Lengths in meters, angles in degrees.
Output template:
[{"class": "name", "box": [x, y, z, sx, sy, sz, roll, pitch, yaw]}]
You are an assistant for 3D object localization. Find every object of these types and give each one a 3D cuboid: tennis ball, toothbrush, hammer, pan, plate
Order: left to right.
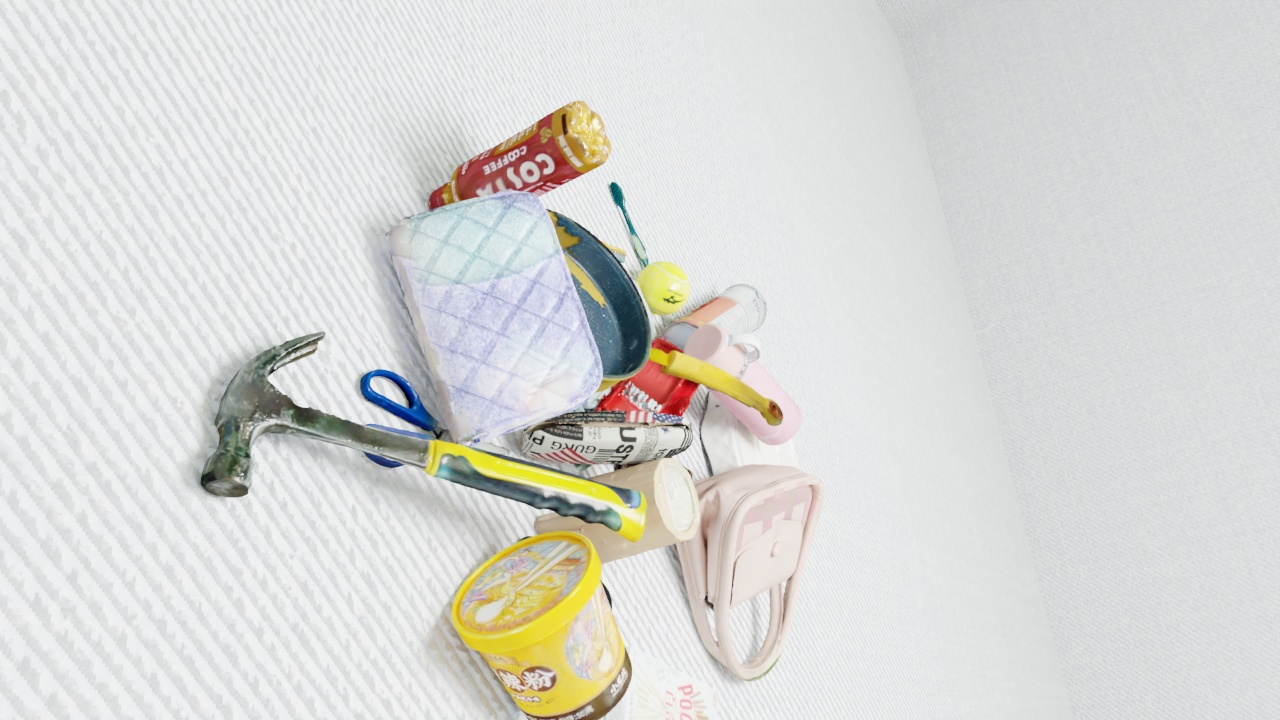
[{"class": "hammer", "box": [-0.134, 0.071, 0.665, 0.323, 0.032, 0.126, 20, 52, -28]}, {"class": "toothbrush", "box": [-0.071, -0.137, 1.016, 0.191, 0.016, 0.018, 17, 67, -55]}, {"class": "pan", "box": [-0.003, -0.023, 0.915, 0.357, 0.078, 0.197, 38, 36, -23]}, {"class": "toothbrush", "box": [0.004, -0.132, 1.136, 0.191, 0.016, 0.018, 67, 19, -5]}, {"class": "tennis ball", "box": [0.026, -0.086, 1.094, 0.065, 0.066, 0.065, 36, 44, -44]}, {"class": "plate", "box": [0.150, 0.124, 1.195, 0.204, 0.046, 0.204, 35, 45, -45]}]

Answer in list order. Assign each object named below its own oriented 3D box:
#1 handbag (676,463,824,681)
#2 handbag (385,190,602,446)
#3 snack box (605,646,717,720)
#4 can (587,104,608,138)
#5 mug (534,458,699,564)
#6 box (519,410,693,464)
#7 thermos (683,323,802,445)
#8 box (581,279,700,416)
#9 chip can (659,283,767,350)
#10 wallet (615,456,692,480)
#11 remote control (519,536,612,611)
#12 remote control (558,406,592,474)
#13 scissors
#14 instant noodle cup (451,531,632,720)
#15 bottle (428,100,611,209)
[{"class": "handbag", "box": [0.125, 0.239, 1.027, 0.192, 0.093, 0.234, -5, 96, -50]}, {"class": "handbag", "box": [-0.118, -0.035, 0.760, 0.076, 0.134, 0.193, 127, -56, -73]}, {"class": "snack box", "box": [0.023, 0.337, 0.874, 0.156, 0.027, 0.084, 40, 41, -40]}, {"class": "can", "box": [-0.102, -0.185, 0.859, 0.058, 0.147, 0.058, 37, 43, -44]}, {"class": "mug", "box": [-0.019, 0.139, 0.845, 0.124, 0.104, 0.084, 10, 64, -57]}, {"class": "box", "box": [-0.029, 0.075, 0.842, 0.164, 0.069, 0.052, 0, 76, -18]}, {"class": "thermos", "box": [0.129, 0.027, 1.074, 0.198, 0.087, 0.067, 45, 40, -44]}, {"class": "box", "box": [-0.010, 0.007, 0.996, 0.161, 0.058, 0.200, 53, 31, -7]}, {"class": "chip can", "box": [0.097, -0.043, 1.178, 0.214, 0.071, 0.071, -33, 102, -60]}, {"class": "wallet", "box": [0.014, 0.136, 0.989, 0.122, 0.020, 0.096, 38, 42, -40]}, {"class": "remote control", "box": [-0.061, 0.201, 0.817, 0.136, 0.024, 0.053, 46, 38, -35]}, {"class": "remote control", "box": [-0.080, 0.043, 0.886, 0.056, 0.019, 0.135, -35, 103, -59]}, {"class": "scissors", "box": [-0.164, 0.053, 0.749, 0.172, 0.012, 0.133, -18, 88, -62]}, {"class": "instant noodle cup", "box": [-0.069, 0.214, 0.713, 0.114, 0.119, 0.118, 67, 29, -21]}, {"class": "bottle", "box": [-0.110, -0.164, 0.802, 0.057, 0.175, 0.057, 37, 43, -44]}]
